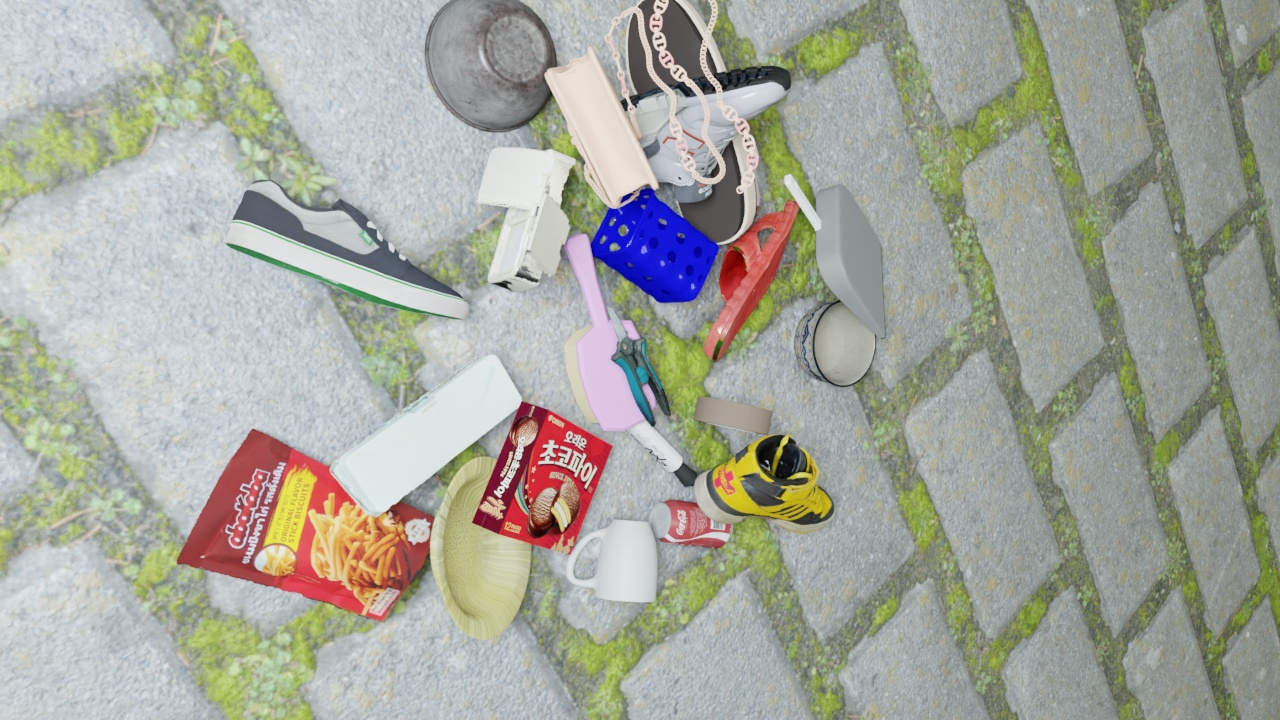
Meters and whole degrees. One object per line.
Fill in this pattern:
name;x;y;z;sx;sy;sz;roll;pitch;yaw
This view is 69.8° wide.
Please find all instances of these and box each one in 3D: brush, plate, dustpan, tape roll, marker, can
brush;-0.049;-0.031;1.048;0.089;0.043;0.229;-24;106;-29
plate;-0.174;0.194;0.955;0.184;0.036;0.184;-6;90;-68
dustpan;0.254;-0.158;1.183;0.257;0.033;0.162;43;43;-44
tape roll;0.113;0.068;1.128;0.093;0.094;0.030;14;85;-32
marker;0.028;0.112;1.117;0.126;0.025;0.025;47;69;-26
can;0.062;0.201;1.128;0.096;0.054;0.054;13;86;-33

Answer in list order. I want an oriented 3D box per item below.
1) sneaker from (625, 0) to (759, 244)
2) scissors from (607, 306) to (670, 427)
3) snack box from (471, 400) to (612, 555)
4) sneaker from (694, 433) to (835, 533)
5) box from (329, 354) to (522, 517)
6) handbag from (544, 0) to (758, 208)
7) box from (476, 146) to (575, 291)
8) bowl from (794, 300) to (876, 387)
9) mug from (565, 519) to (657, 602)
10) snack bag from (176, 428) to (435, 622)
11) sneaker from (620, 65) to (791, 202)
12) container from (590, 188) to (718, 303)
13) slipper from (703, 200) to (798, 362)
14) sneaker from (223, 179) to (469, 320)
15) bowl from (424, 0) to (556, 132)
sneaker;0.082;-0.293;1.092;0.116;0.112;0.294;-40;112;-53
scissors;-0.009;0.011;1.038;0.130;0.019;0.135;20;81;-32
snack box;-0.101;0.130;0.988;0.152;0.036;0.132;38;71;-59
sneaker;0.189;0.153;1.147;0.238;0.122;0.086;10;52;-39
box;-0.207;0.072;0.919;0.086;0.073;0.198;41;54;11
handbag;0.018;-0.251;0.936;0.187;0.116;0.199;-24;105;10
box;-0.114;-0.152;0.920;0.081;0.182;0.143;18;80;-25
bowl;0.254;-0.024;1.232;0.115;0.059;0.115;-2;94;-32
mug;-0.032;0.231;1.071;0.107;0.071;0.089;5;81;-5
snack bag;-0.317;0.169;0.897;0.208;0.067;0.139;29;83;-21
sneaker;0.062;-0.239;1.008;0.088;0.240;0.124;-47;127;-46
container;0.017;-0.129;1.060;0.113;0.085;0.085;33;74;-31
slipper;0.125;-0.105;1.124;0.059;0.104;0.248;26;61;11
sneaker;-0.266;-0.104;0.883;0.235;0.084;0.079;22;81;-28
bowl;-0.144;-0.316;0.954;0.144;0.067;0.145;-2;94;-32
